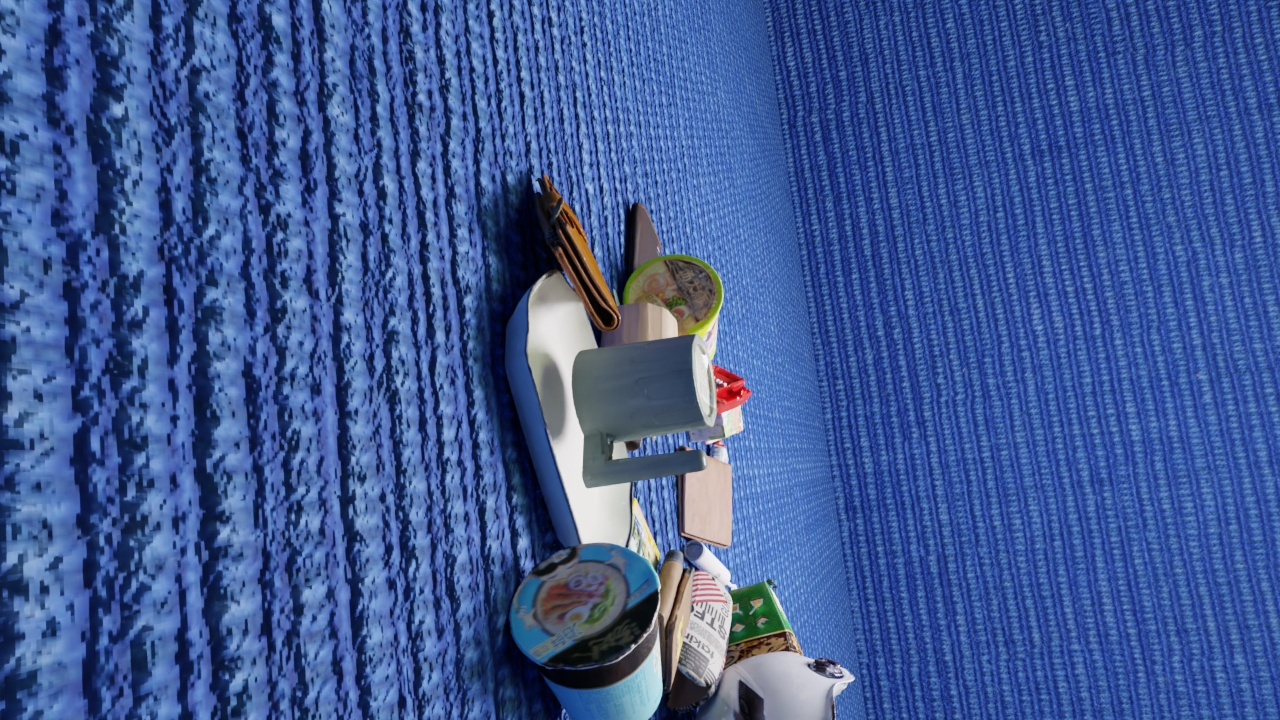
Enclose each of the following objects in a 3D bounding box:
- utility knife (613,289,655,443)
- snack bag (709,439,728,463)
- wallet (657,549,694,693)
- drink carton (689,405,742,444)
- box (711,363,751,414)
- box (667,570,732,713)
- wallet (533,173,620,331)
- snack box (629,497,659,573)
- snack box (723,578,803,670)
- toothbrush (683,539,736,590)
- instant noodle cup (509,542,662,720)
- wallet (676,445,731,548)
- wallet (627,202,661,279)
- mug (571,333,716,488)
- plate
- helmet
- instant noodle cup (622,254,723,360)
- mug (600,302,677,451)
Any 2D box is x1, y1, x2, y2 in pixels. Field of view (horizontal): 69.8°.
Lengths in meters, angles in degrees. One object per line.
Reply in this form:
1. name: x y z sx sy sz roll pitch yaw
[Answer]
1. utility knife: -0.006 0.006 1.023 0.029 0.013 0.185 -77 154 -68
2. snack bag: 0.109 0.153 1.307 0.105 0.026 0.045 -72 158 -55
3. wallet: 0.027 0.247 0.880 0.115 0.033 0.090 -57 148 -69
4. drink carton: 0.106 0.089 1.285 0.122 0.054 0.045 -7 89 -73
5. box: 0.084 0.006 1.251 0.157 0.069 0.201 57 16 7
6. box: 0.058 0.310 1.009 0.075 0.086 0.161 33 25 -5
7. wallet: -0.062 -0.099 0.795 0.130 0.035 0.119 -114 180 -57
8. snack box: -0.014 0.209 0.859 0.140 0.034 0.087 -77 153 -48
9. snack box: 0.143 0.355 1.198 0.118 0.117 0.105 57 17 -59
10. toothbrush: 0.099 0.279 1.211 0.221 0.027 0.026 55 25 -57
11. instant noodle cup: -0.030 0.217 0.691 0.111 0.111 0.121 -79 162 -49
12. wallet: 0.082 0.175 1.170 0.101 0.020 0.115 25 56 -44
13. wallet: 0.005 -0.117 1.120 0.096 0.020 0.122 58 31 -54
14. mug: 0.005 0.042 0.757 0.084 0.103 0.123 56 29 -56
15. plate: -0.060 0.057 0.778 0.161 0.034 0.266 -62 140 -64
16. helmet: 0.125 0.413 0.977 0.258 0.146 0.229 38 70 -76
17. instant noodle cup: 0.044 -0.043 1.063 0.123 0.112 0.111 74 15 -60
18. mug: -0.003 0.017 0.934 0.125 0.084 0.103 100 -7 -55
